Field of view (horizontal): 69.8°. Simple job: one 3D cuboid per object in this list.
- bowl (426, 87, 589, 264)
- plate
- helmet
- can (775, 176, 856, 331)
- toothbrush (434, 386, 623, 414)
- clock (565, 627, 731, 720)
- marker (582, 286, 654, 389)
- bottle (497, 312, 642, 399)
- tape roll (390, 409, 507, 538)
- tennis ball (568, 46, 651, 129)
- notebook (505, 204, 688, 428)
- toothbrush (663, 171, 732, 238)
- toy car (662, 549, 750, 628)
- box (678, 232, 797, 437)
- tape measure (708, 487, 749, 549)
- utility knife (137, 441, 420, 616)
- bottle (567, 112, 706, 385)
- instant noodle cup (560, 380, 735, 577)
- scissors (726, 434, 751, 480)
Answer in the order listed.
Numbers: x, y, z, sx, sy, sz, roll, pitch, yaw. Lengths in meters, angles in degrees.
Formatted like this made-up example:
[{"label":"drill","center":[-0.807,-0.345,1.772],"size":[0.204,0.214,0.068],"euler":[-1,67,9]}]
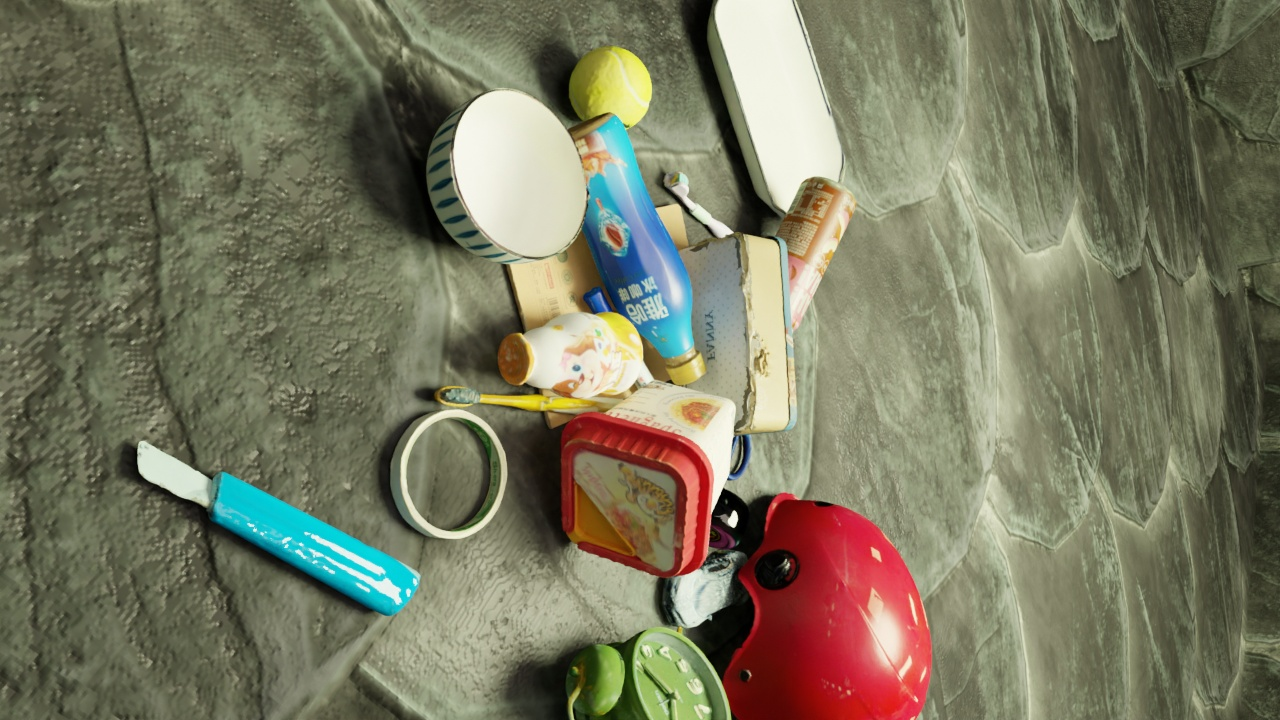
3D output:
[{"label":"bowl","center":[-0.100,-0.121,0.633],"size":[0.116,0.066,0.116],"euler":[10,76,-45]},{"label":"plate","center":[0.132,-0.260,0.922],"size":[0.161,0.034,0.266],"euler":[-36,110,-44]},{"label":"helmet","center":[0.184,0.234,0.817],"size":[0.207,0.144,0.239],"euler":[45,49,-45]},{"label":"can","center":[0.150,-0.099,0.872],"size":[0.058,0.058,0.147],"euler":[32,81,-39]},{"label":"toothbrush","center":[-0.067,0.031,0.671],"size":[0.191,0.018,0.016],"euler":[8,82,-46]},{"label":"clock","center":[0.003,0.252,0.656],"size":[0.161,0.056,0.116],"euler":[4,50,-56]},{"label":"marker","center":[-0.004,0.004,0.741],"size":[0.016,0.017,0.146],"euler":[-51,121,-38]},{"label":"bottle","center":[-0.050,-0.003,0.660],"size":[0.108,0.063,0.063],"euler":[-4,87,-46]},{"label":"tape roll","center":[-0.127,0.076,0.614],"size":[0.085,0.014,0.085],"euler":[9,78,-46]},{"label":"tennis ball","center":[-0.024,-0.214,0.727],"size":[0.065,0.066,0.065],"euler":[8,78,-46]},{"label":"notebook","center":[-0.018,-0.044,0.752],"size":[0.207,0.008,0.148],"euler":[-21,100,-46]},{"label":"toothbrush","center":[0.086,-0.118,0.866],"size":[0.021,0.029,0.189],"euler":[-48,131,8]},{"label":"toy car","center":[0.060,0.195,0.785],"size":[0.105,0.031,0.049],"euler":[-8,90,-46]},{"label":"box","center":[0.079,-0.026,0.779],"size":[0.061,0.090,0.184],"euler":[7,80,-41]},{"label":"tape measure","center":[0.063,0.130,0.777],"size":[0.058,0.057,0.039],"euler":[43,54,-24]},{"label":"utility knife","center":[-0.204,0.098,0.527],"size":[0.187,0.018,0.034],"euler":[42,45,-34]},{"label":"bottle","center":[-0.003,-0.081,0.717],"size":[0.065,0.065,0.219],"euler":[-42,113,-42]},{"label":"instant noodle cup","center":[0.013,0.080,0.687],"size":[0.123,0.116,0.117],"euler":[-42,140,-54]},{"label":"scissors","center":[0.091,0.031,0.855],"size":[0.160,0.012,0.163],"euler":[19,70,-45]}]
